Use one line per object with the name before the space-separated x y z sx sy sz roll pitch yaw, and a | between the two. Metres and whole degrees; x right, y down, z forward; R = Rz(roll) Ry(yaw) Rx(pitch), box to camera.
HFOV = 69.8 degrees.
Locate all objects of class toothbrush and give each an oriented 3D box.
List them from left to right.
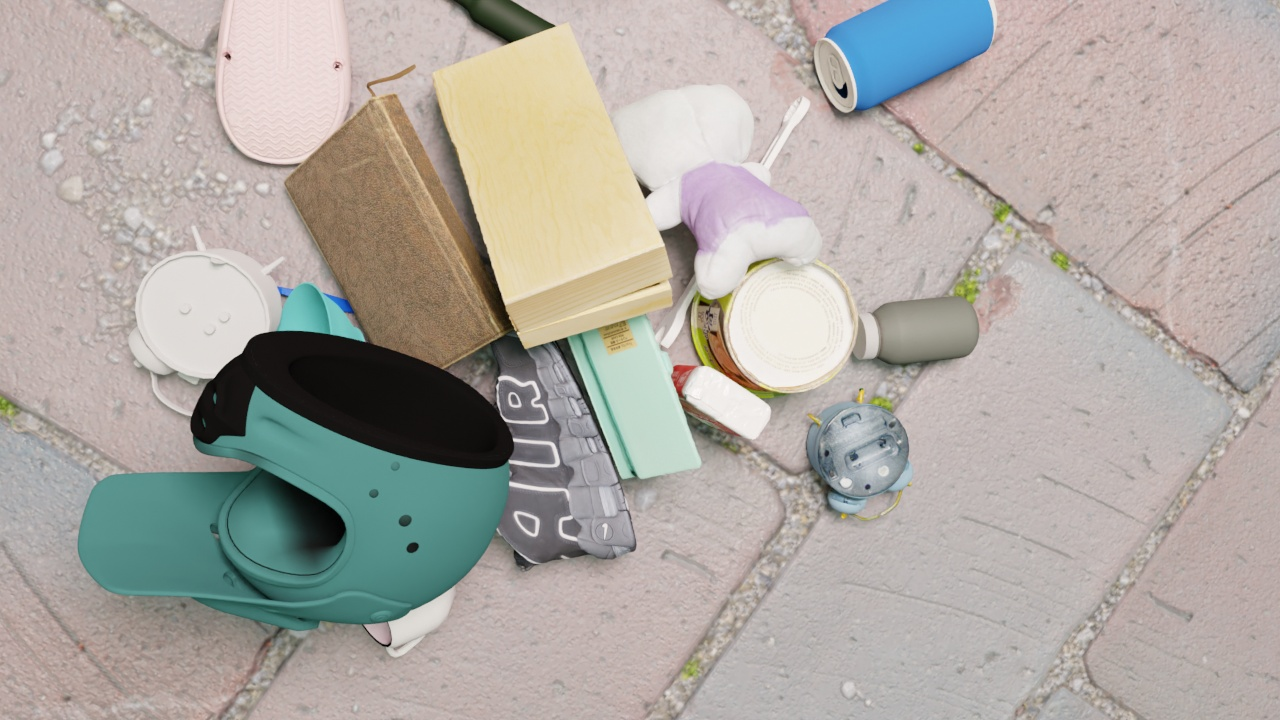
toothbrush | -0.261 -0.048 0.817 0.186 0.011 0.016 14 94 -12

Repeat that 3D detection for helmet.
helmet | -0.235 0.101 0.677 0.274 0.176 0.200 20 111 -44

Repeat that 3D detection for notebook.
notebook | -0.188 -0.100 0.744 0.191 0.034 0.215 -25 94 38

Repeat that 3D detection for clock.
clock | -0.364 -0.023 0.772 0.120 0.061 0.159 20 104 -9
clock | 0.209 0.094 0.870 0.088 0.051 0.124 -25 99 -6

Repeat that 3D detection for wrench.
wrench | 0.081 -0.122 0.836 0.009 0.047 0.273 31 88 -14

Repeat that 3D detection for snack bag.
snack bag | 0.063 0.035 0.814 0.077 0.116 0.036 32 84 -10

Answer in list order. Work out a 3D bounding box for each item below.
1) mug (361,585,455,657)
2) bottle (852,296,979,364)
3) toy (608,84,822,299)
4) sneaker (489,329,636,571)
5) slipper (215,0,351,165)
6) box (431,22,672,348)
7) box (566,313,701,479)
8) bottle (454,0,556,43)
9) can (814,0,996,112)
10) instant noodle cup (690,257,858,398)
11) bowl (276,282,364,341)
mug | -0.208 0.214 0.817 0.076 0.090 0.124 -29 136 -38
bottle | 0.255 -0.027 0.860 0.108 0.060 0.060 -6 96 -7
toy | 0.055 -0.155 0.772 0.137 0.086 0.209 -21 61 -13
sneaker | -0.111 0.079 0.808 0.151 0.097 0.252 -23 103 -2
slipper | -0.293 -0.275 0.765 0.106 0.055 0.222 5 104 -10
box | -0.072 -0.140 0.734 0.128 0.092 0.249 -22 60 2
box | -0.008 0.005 0.800 0.078 0.113 0.187 -31 101 -49
bottle | -0.130 -0.304 0.795 0.123 0.033 0.033 28 91 -9
can | 0.237 -0.285 0.821 0.146 0.079 0.079 -27 98 -4
instant noodle cup | 0.124 -0.034 0.822 0.146 0.098 0.146 -1 96 -7
bowl | -0.268 -0.004 0.785 0.046 0.121 0.121 4 96 -42
